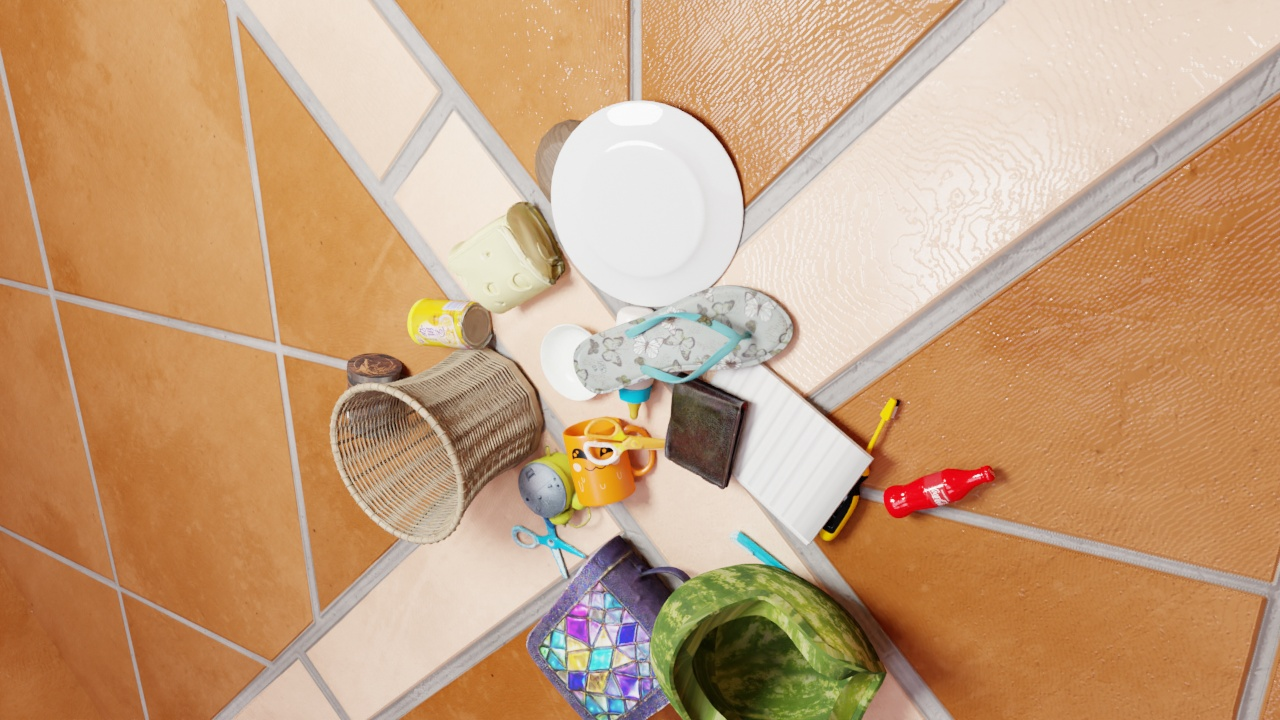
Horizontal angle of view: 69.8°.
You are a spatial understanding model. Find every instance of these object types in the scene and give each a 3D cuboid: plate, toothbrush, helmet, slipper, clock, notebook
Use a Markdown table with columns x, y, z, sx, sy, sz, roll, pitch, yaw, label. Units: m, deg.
| x | y | z | sx | sy | sz | roll | pitch | yaw | label |
| --- | --- | --- | --- | --- | --- | --- | --- | --- | --- |
| -0.082 | 0.000 | 1.202 | 0.104 | 0.026 | 0.104 | 12 | 113 | 30 | plate |
| 0.246 | 0.126 | 1.035 | 0.031 | 0.030 | 0.197 | 46 | 127 | 43 | toothbrush |
| 0.139 | 0.346 | 1.053 | 0.247 | 0.243 | 0.213 | 27 | 97 | 25 | helmet |
| 0.039 | -0.023 | 1.060 | 0.269 | 0.054 | 0.098 | -12 | 96 | 19 | slipper |
| -0.115 | 0.182 | 1.269 | 0.083 | 0.056 | 0.119 | -42 | 82 | 35 | clock |
| 0.001 | -0.176 | 1.069 | 0.243 | 0.016 | 0.243 | 9 | 114 | 21 | plate |
| 0.154 | 0.097 | 1.076 | 0.210 | 0.009 | 0.143 | 43 | 124 | 24 | notebook |

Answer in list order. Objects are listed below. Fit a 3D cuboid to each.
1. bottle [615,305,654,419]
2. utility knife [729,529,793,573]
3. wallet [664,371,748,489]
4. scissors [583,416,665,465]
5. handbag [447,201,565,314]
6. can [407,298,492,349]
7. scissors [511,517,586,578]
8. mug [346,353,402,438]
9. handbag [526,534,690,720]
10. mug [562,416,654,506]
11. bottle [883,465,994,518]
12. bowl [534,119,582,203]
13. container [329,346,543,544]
| x | y | z | sx | sy | sz | roll | pitch | yaw | label |
| --- | --- | --- | --- | --- | --- | --- | --- | --- | --- |
| -0.007 | 0.006 | 1.141 | 0.051 | 0.051 | 0.146 | 13 | 113 | 28 | bottle |
| 0.184 | 0.269 | 1.135 | 0.181 | 0.015 | 0.022 | 36 | 152 | 15 | utility knife |
| 0.078 | 0.084 | 1.111 | 0.099 | 0.031 | 0.120 | 26 | 118 | 35 | wallet |
| -0.010 | 0.106 | 1.156 | 0.128 | 0.013 | 0.064 | 7 | 98 | -13 | scissors |
| -0.168 | -0.128 | 1.180 | 0.120 | 0.081 | 0.111 | -27 | 104 | 34 | handbag |
| -0.265 | -0.051 | 1.276 | 0.105 | 0.067 | 0.068 | 5 | 109 | 31 | can |
| -0.133 | 0.251 | 1.334 | 0.134 | 0.011 | 0.138 | 20 | 115 | 29 | scissors |
| -0.415 | 0.046 | 1.411 | 0.116 | 0.079 | 0.107 | 43 | 131 | 48 | mug |
| -0.015 | 0.358 | 1.219 | 0.205 | 0.125 | 0.222 | 46 | 106 | 11 | handbag |
| -0.037 | 0.128 | 1.197 | 0.112 | 0.077 | 0.096 | -12 | 102 | 4 | mug |
| 0.321 | 0.138 | 0.986 | 0.119 | 0.036 | 0.036 | -27 | 91 | 36 | bottle |
| -0.087 | -0.233 | 1.120 | 0.118 | 0.030 | 0.118 | 11 | 113 | 29 | bowl |
| -0.267 | 0.102 | 1.244 | 0.227 | 0.195 | 0.227 | 13 | 118 | 27 | container |
